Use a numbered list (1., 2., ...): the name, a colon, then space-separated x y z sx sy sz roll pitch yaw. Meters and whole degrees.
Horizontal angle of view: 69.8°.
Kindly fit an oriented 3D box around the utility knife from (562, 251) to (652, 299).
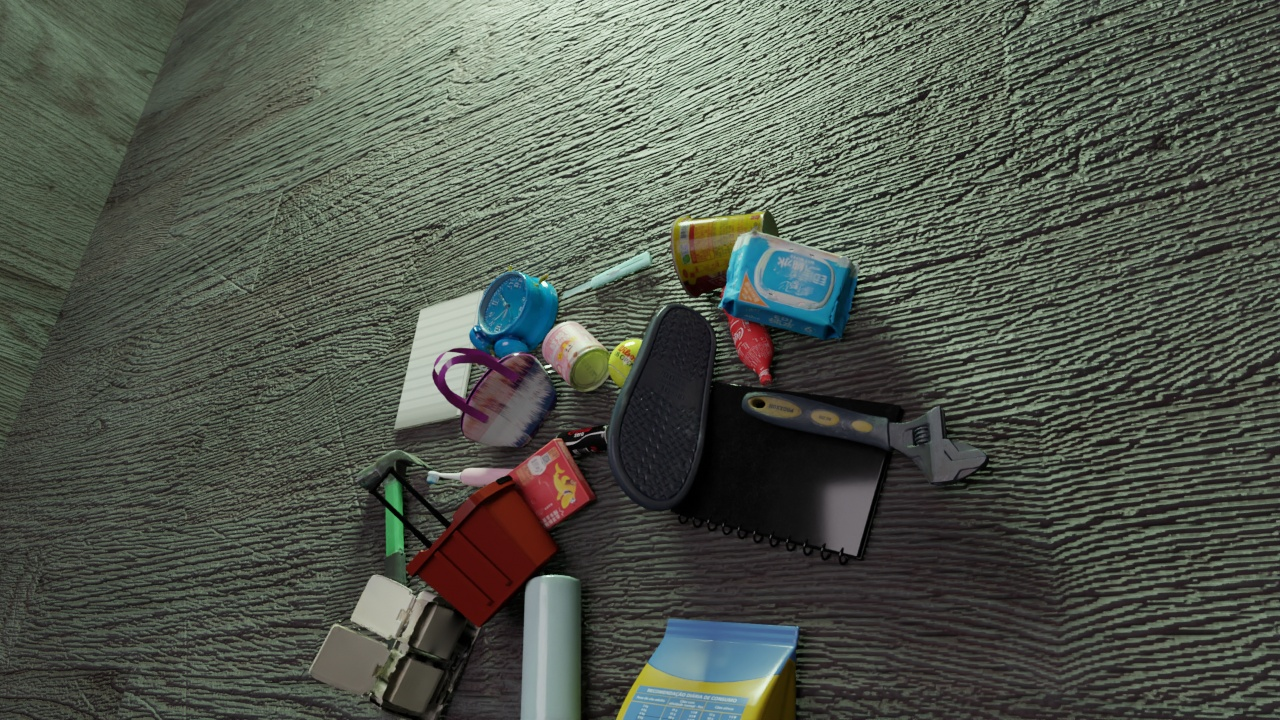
1. utility knife: -0.047 -0.113 1.266 0.159 0.015 0.022 -21 56 33

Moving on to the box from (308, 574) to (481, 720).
1. box: -0.298 0.339 1.107 0.101 0.186 0.144 -3 56 55

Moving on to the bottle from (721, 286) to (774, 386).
1. bottle: 0.127 -0.031 1.058 0.042 0.042 0.141 -31 51 22

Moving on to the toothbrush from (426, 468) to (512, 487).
1. toothbrush: -0.214 0.159 1.238 0.223 0.027 0.026 -4 58 38

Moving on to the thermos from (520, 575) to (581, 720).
1. thermos: -0.098 0.347 1.014 0.078 0.065 0.206 -30 50 40

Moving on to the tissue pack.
1. tissue pack: 0.166 -0.083 1.012 0.144 0.062 0.092 15 72 4

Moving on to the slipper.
1. slipper: 0.016 0.054 1.055 0.084 0.110 0.267 -45 23 51

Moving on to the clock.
1. clock: -0.184 -0.055 1.308 0.117 0.060 0.161 15 77 42

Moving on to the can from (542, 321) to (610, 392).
1. can: -0.083 -0.006 1.195 0.067 0.067 0.076 -51 47 4

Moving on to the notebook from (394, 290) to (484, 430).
1. notebook: -0.309 -0.001 1.414 0.143 0.009 0.209 -13 59 34

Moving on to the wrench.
1. wrench: 0.216 0.068 0.923 0.274 0.022 0.073 12 78 41

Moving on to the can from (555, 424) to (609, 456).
1. can: -0.067 0.101 1.148 0.081 0.031 0.031 -13 59 33

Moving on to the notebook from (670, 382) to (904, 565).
1. notebook: 0.149 0.113 0.978 0.232 0.019 0.169 7 70 41

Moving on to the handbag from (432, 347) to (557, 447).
1. handbag: -0.197 0.037 1.191 0.144 0.170 0.068 -53 46 2

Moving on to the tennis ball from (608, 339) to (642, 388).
1. tennis ball: -0.007 0.007 1.128 0.065 0.065 0.065 -19 56 30

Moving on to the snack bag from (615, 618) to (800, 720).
1. snack bag: 0.064 0.346 0.870 0.159 0.102 0.204 -8 49 36

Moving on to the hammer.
1. hammer: -0.341 0.270 1.276 0.130 0.032 0.318 -28 52 23

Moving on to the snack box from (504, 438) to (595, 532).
1. snack box: -0.130 0.170 1.144 0.133 0.021 0.089 -37 74 17

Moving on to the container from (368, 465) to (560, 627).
1. container: -0.213 0.200 1.096 0.201 0.127 0.148 45 103 7

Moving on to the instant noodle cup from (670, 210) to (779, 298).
1. instant noodle cup: 0.106 -0.133 1.103 0.113 0.100 0.100 -8 61 25
